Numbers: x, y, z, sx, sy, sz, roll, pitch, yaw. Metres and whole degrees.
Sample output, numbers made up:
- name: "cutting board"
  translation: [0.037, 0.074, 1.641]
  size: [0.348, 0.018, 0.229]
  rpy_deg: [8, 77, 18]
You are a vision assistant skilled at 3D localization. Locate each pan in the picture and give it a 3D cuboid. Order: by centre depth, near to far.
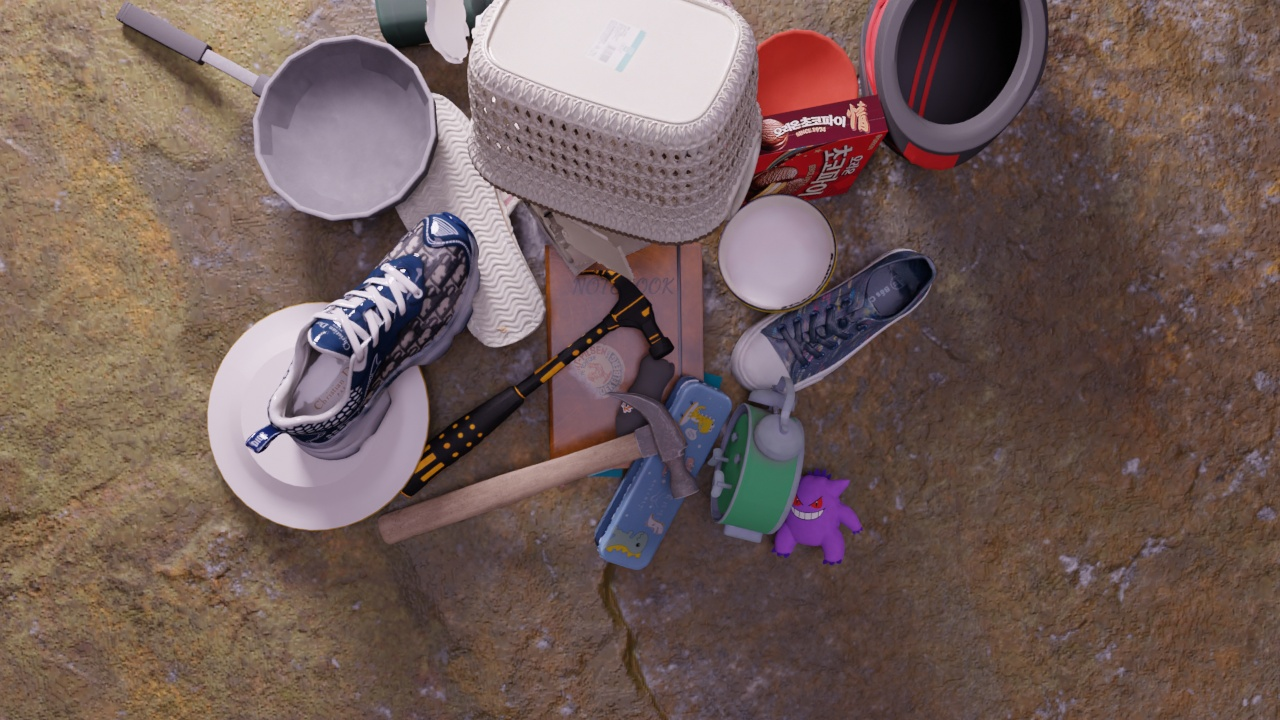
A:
- name: "pan"
  translation: [-0.355, -0.260, 0.891]
  size: [0.357, 0.041, 0.178]
  rpy_deg: [28, 89, 6]

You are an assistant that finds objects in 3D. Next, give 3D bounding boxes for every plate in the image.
- name: "plate"
  translation: [-0.326, 0.055, 0.915]
  size: [0.230, 0.021, 0.229]
  rpy_deg: [0, 87, 4]

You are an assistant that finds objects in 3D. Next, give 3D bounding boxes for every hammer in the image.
- name: "hammer"
  translation: [-0.112, 0.123, 0.922]
  size: [0.332, 0.030, 0.119]
  rpy_deg: [-20, 89, 12]
- name: "hammer"
  translation: [-0.124, 0.030, 0.924]
  size: [0.321, 0.036, 0.123]
  rpy_deg: [-37, 77, 5]

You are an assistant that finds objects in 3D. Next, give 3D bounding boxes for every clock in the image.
- name: "clock"
  translation: [0.116, 0.090, 0.905]
  size: [0.075, 0.121, 0.162]
  rpy_deg: [14, 116, -6]

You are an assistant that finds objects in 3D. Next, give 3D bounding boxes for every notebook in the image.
- name: "notebook"
  translation: [-0.007, 0.004, 0.955]
  size: [0.178, 0.014, 0.249]
  rpy_deg: [-1, 93, -3]

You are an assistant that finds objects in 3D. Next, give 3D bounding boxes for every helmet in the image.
- name: "helmet"
  translation: [0.294, -0.304, 0.879]
  size: [0.164, 0.170, 0.265]
  rpy_deg: [15, 95, 3]

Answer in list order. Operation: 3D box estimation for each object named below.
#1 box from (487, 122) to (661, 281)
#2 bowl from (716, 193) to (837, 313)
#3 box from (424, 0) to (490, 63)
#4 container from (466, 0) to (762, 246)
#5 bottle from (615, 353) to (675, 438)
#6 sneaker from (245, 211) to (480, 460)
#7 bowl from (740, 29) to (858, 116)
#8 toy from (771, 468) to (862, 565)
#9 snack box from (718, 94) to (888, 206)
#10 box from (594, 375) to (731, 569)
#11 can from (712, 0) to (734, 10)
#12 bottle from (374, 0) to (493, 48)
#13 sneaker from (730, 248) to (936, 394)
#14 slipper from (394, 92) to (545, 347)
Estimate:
- name: "box"
  translation: [-0.051, -0.143, 0.856]
  size: [0.185, 0.145, 0.095]
  rpy_deg: [32, 77, 23]
- name: "bowl"
  translation: [0.139, -0.103, 0.925]
  size: [0.117, 0.067, 0.117]
  rpy_deg: [-1, 86, 14]
- name: "box"
  translation: [-0.129, -0.298, 0.862]
  size: [0.112, 0.162, 0.084]
  rpy_deg: [5, 84, 8]
- name: "container"
  translation: [-0.021, -0.212, 0.742]
  size: [0.246, 0.143, 0.184]
  rpy_deg: [19, 70, 7]
- name: "bottle"
  translation: [-0.001, 0.048, 0.930]
  size: [0.036, 0.036, 0.110]
  rpy_deg: [24, 92, -5]
- name: "sneaker"
  translation: [-0.250, -0.024, 0.832]
  size: [0.103, 0.132, 0.269]
  rpy_deg: [37, 91, 7]
- name: "bowl"
  translation: [0.159, -0.272, 0.940]
  size: [0.122, 0.035, 0.122]
  rpy_deg: [0, 93, -4]
- name: "toy"
  translation: [0.181, 0.159, 0.955]
  size: [0.106, 0.055, 0.088]
  rpy_deg: [3, 96, 31]
- name: "snack box"
  translation: [0.148, -0.192, 0.882]
  size: [0.132, 0.152, 0.035]
  rpy_deg: [-12, 80, -3]
- name: "box"
  translation: [0.024, 0.118, 0.932]
  size: [0.066, 0.049, 0.210]
  rpy_deg: [27, 99, -10]
- name: "can"
  translation: [0.036, -0.309, 0.909]
  size: [0.130, 0.044, 0.130]
  rpy_deg: [0, 88, 11]
- name: "bottle"
  translation: [-0.189, -0.350, 0.900]
  size: [0.131, 0.061, 0.061]
  rpy_deg: [-9, 91, -3]
- name: "sneaker"
  translation: [0.203, -0.037, 0.933]
  size: [0.235, 0.079, 0.087]
  rpy_deg: [-31, 94, -2]
- name: "slipper"
  translation: [-0.171, -0.138, 0.916]
  size: [0.115, 0.052, 0.263]
  rpy_deg: [-25, 87, 1]
